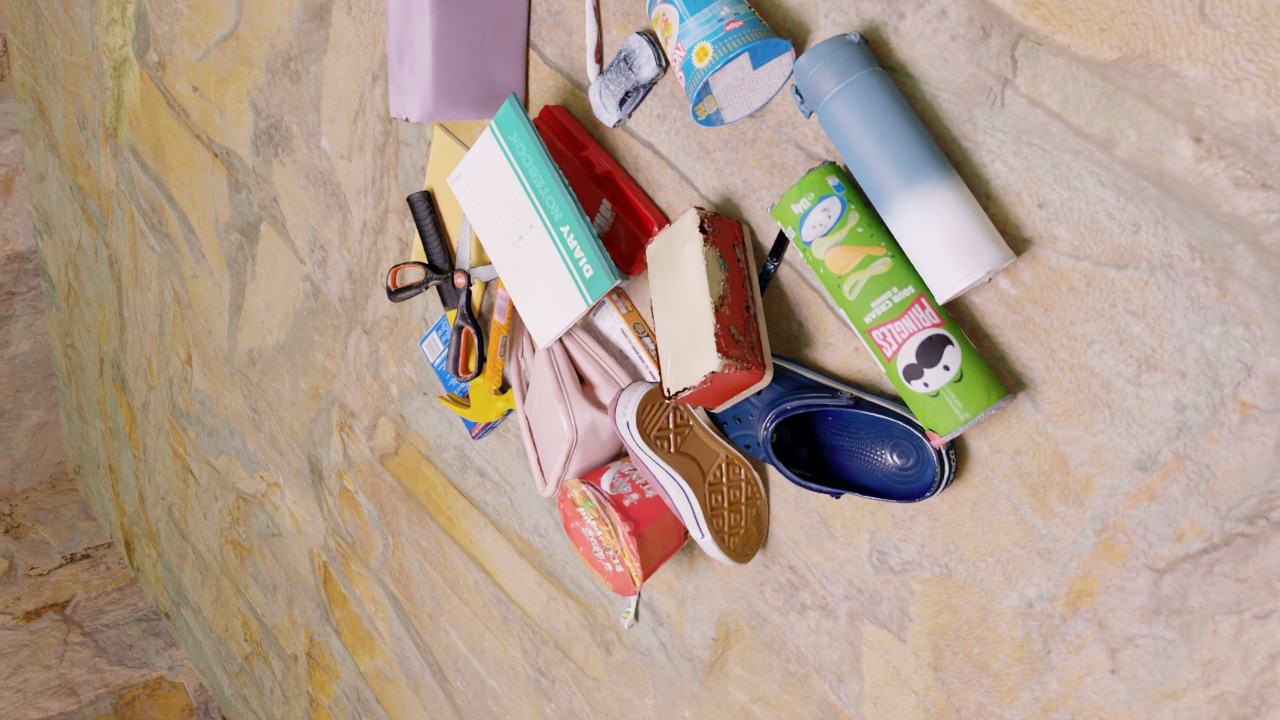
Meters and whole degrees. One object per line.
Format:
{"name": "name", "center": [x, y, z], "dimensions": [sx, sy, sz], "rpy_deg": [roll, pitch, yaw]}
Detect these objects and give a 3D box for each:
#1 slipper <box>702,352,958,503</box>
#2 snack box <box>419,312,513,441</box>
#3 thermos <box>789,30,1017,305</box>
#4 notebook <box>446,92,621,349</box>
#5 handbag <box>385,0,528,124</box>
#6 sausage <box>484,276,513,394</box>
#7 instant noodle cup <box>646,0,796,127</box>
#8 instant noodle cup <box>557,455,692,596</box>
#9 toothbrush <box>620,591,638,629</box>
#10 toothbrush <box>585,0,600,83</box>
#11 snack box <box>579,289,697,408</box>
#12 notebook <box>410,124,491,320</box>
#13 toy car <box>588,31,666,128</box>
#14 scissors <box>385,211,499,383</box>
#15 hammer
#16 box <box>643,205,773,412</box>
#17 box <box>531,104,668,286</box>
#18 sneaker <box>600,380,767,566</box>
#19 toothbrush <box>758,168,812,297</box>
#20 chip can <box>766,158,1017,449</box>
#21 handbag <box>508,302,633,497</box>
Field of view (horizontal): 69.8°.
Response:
{"name": "slipper", "center": [0.147, 0.067, 0.808], "dimensions": [0.253, 0.095, 0.105], "rpy_deg": [20, 116, 36]}
{"name": "snack box", "center": [-0.231, 0.020, 1.211], "dimensions": [0.085, 0.026, 0.157], "rpy_deg": [-39, 78, 44]}
{"name": "thermos", "center": [0.193, -0.148, 0.694], "dimensions": [0.070, 0.070, 0.220], "rpy_deg": [-42, 75, 45]}
{"name": "notebook", "center": [-0.109, -0.132, 0.902], "dimensions": [0.151, 0.012, 0.209], "rpy_deg": [-37, 80, 46]}
{"name": "handbag", "center": [-0.193, -0.349, 0.939], "dimensions": [0.098, 0.144, 0.197], "rpy_deg": [24, 121, 34]}
{"name": "sausage", "center": [-0.164, -0.032, 1.070], "dimensions": [0.021, 0.021, 0.165], "rpy_deg": [32, 123, 33]}
{"name": "instant noodle cup", "center": [0.060, -0.269, 0.765], "dimensions": [0.099, 0.099, 0.110], "rpy_deg": [-48, 63, 44]}
{"name": "instant noodle cup", "center": [-0.005, 0.164, 0.972], "dimensions": [0.138, 0.108, 0.138], "rpy_deg": [35, 139, 36]}
{"name": "toothbrush", "center": [-0.009, 0.235, 1.083], "dimensions": [0.020, 0.029, 0.190], "rpy_deg": [4, 114, -1]}
{"name": "toothbrush", "center": [-0.043, -0.362, 0.880], "dimensions": [0.017, 0.016, 0.188], "rpy_deg": [13, 115, 31]}
{"name": "snack box", "center": [-0.006, 0.006, 0.982], "dimensions": [0.153, 0.026, 0.075], "rpy_deg": [56, 136, 13]}
{"name": "notebook", "center": [-0.230, -0.168, 1.147], "dimensions": [0.146, 0.010, 0.207], "rpy_deg": [42, 131, 25]}
{"name": "toy car", "center": [-0.017, -0.267, 0.879], "dimensions": [0.106, 0.031, 0.049], "rpy_deg": [-41, 75, 46]}
{"name": "scissors", "center": [-0.225, -0.081, 1.106], "dimensions": [0.234, 0.021, 0.221], "rpy_deg": [-3, 99, 33]}
{"name": "hammer", "center": [-0.232, -0.065, 1.148], "dimensions": [0.129, 0.032, 0.300], "rpy_deg": [-18, 91, 33]}
{"name": "box", "center": [0.052, -0.048, 0.814], "dimensions": [0.092, 0.077, 0.168], "rpy_deg": [-35, 53, 45]}
{"name": "box", "center": [-0.075, -0.162, 0.930], "dimensions": [0.201, 0.100, 0.096], "rpy_deg": [50, 135, 18]}
{"name": "sneaker", "center": [0.039, 0.107, 0.890], "dimensions": [0.088, 0.118, 0.241], "rpy_deg": [7, 143, 51]}
{"name": "toothbrush", "center": [0.118, -0.088, 0.829], "dimensions": [0.014, 0.016, 0.190], "rpy_deg": [37, 128, 22]}
{"name": "chip can", "center": [0.194, -0.047, 0.728], "dimensions": [0.236, 0.072, 0.072], "rpy_deg": [57, 136, 13]}
{"name": "handbag", "center": [-0.098, 0.020, 1.031], "dimensions": [0.234, 0.093, 0.194], "rpy_deg": [61, 152, 25]}
